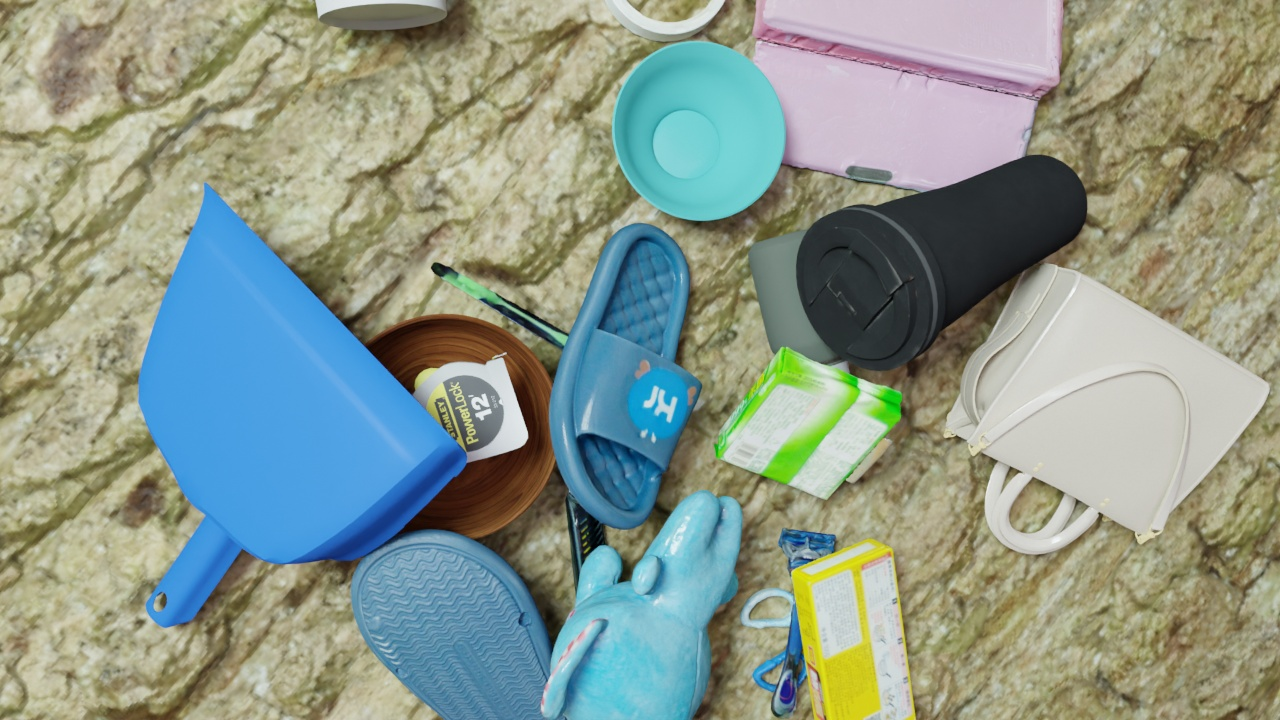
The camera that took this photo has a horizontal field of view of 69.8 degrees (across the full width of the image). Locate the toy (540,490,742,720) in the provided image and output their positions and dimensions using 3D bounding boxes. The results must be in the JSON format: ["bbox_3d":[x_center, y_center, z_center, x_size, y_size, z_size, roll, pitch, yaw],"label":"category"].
[{"bbox_3d":[0.002,0.165,0.610,0.115,0.183,0.180,21,88,35],"label":"toy"}]

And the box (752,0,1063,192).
[{"bbox_3d":[0.194,-0.219,0.674,0.232,0.051,0.180,7,91,-10],"label":"box"}]

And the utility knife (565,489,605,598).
[{"bbox_3d":[-0.034,0.157,0.660,0.028,0.020,0.186,-7,92,-31],"label":"utility knife"}]

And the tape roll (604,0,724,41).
[{"bbox_3d":[0.018,-0.278,0.656,0.094,0.019,0.094,0,92,-10],"label":"tape roll"}]

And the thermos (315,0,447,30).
[{"bbox_3d":[-0.176,-0.332,0.576,0.131,0.131,0.222,-7,100,-10],"label":"thermos"}]

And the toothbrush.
[{"bbox_3d":[-0.066,-0.020,0.655,0.188,0.017,0.014,30,83,-6],"label":"toothbrush"}]

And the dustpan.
[{"bbox_3d":[-0.249,0.067,0.566,0.245,0.059,0.258,42,102,20],"label":"dustpan"}]

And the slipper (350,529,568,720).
[{"bbox_3d":[-0.107,0.190,0.614,0.104,0.059,0.214,-25,118,3],"label":"slipper"}]

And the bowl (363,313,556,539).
[{"bbox_3d":[-0.129,0.043,0.615,0.147,0.069,0.147,0,92,-10],"label":"bowl"}]

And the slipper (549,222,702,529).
[{"bbox_3d":[-0.004,0.004,0.609,0.103,0.059,0.213,26,65,-39],"label":"slipper"}]

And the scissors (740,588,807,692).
[{"bbox_3d":[0.134,0.193,0.695,0.132,0.020,0.097,-29,99,-7],"label":"scissors"}]

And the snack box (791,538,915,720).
[{"bbox_3d":[0.158,0.214,0.673,0.075,0.025,0.152,-16,103,-23],"label":"snack box"}]

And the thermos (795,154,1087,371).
[{"bbox_3d":[0.211,-0.077,0.622,0.218,0.106,0.106,-25,96,-30],"label":"thermos"}]

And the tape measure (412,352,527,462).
[{"bbox_3d":[-0.107,0.030,0.573,0.065,0.017,0.064,-18,96,-9],"label":"tape measure"}]

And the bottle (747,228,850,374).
[{"bbox_3d":[0.117,-0.037,0.659,0.060,0.060,0.108,-15,94,-9],"label":"bottle"}]

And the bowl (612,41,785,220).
[{"bbox_3d":[0.037,-0.157,0.649,0.121,0.046,0.121,0,92,-10],"label":"bowl"}]

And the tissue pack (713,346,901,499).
[{"bbox_3d":[0.117,0.048,0.646,0.099,0.034,0.114,23,130,-10],"label":"tissue pack"}]

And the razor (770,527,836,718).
[{"bbox_3d":[0.116,0.196,0.675,0.044,0.018,0.141,8,89,-9],"label":"razor"}]

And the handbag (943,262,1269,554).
[{"bbox_3d":[0.326,0.055,0.689,0.194,0.101,0.198,27,99,-9],"label":"handbag"}]
